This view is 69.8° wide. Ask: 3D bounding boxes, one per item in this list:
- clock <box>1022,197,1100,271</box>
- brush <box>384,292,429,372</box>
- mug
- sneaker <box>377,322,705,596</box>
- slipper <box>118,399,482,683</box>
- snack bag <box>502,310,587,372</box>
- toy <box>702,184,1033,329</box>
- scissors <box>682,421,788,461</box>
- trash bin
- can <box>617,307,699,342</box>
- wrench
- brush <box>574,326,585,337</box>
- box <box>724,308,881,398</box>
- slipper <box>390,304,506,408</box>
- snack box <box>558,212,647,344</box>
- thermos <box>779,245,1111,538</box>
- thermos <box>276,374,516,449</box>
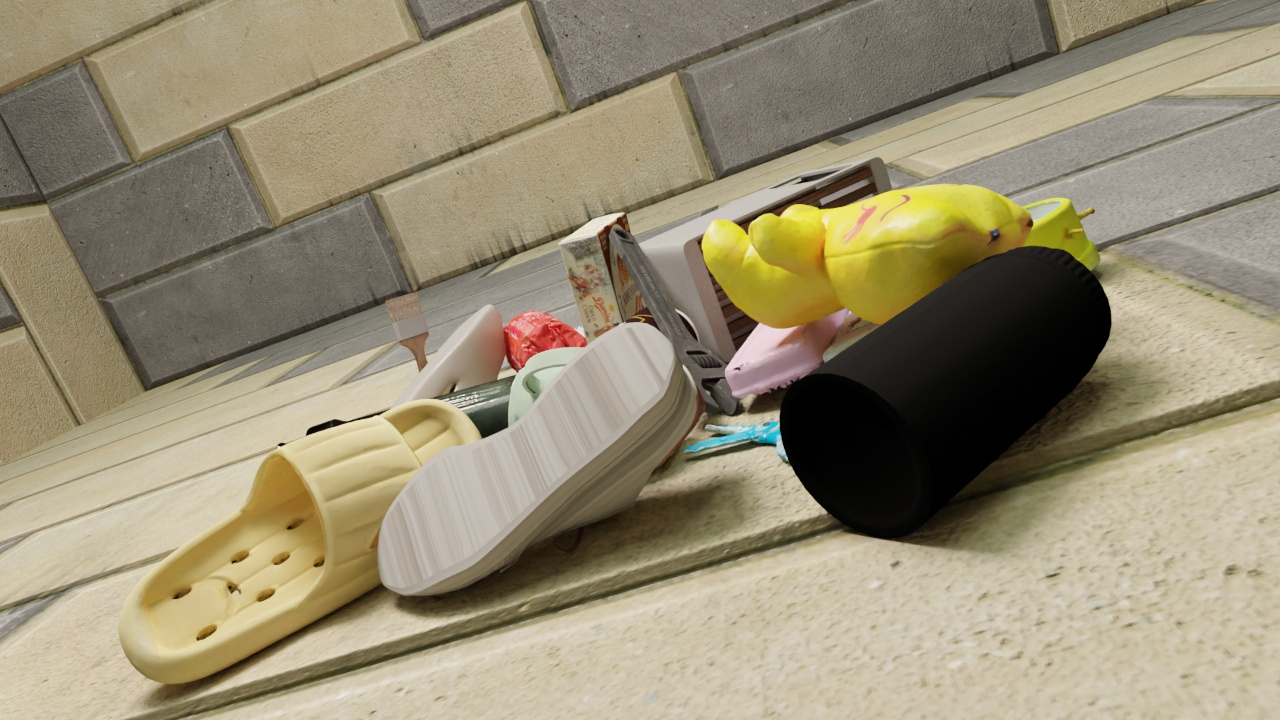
[{"bbox_3d":[0.282,-0.077,0.694,0.119,0.057,0.083,-20,13,36],"label":"clock"},{"bbox_3d":[-0.237,-0.001,0.991,0.008,0.143,0.045,-11,8,32],"label":"brush"},{"bbox_3d":[-0.034,0.031,0.636,0.104,0.111,0.084,-6,50,18],"label":"mug"},{"bbox_3d":[-0.054,0.077,0.567,0.236,0.089,0.099,-36,48,13],"label":"sneaker"},{"bbox_3d":[-0.214,0.105,0.598,0.260,0.111,0.079,-34,-25,-24],"label":"slipper"},{"bbox_3d":[-0.102,-0.011,0.961,0.082,0.082,0.176,-24,13,-11],"label":"snack bag"},{"bbox_3d":[0.138,-0.065,0.598,0.134,0.087,0.194,-13,9,-42],"label":"toy"},{"bbox_3d":[0.095,0.041,0.608,0.117,0.013,0.140,-31,15,-33],"label":"scissors"},{"bbox_3d":[0.126,-0.098,0.884,0.228,0.114,0.115,-26,14,-20],"label":"trash bin"},{"bbox_3d":[-0.005,0.005,0.770,0.072,0.072,0.128,-12,16,34],"label":"can"},{"bbox_3d":[0.018,-0.042,0.764,0.073,0.018,0.273,12,30,-28],"label":"wrench"},{"bbox_3d":[-0.058,-0.013,1.015,0.041,0.030,0.172,-22,14,-4],"label":"brush"},{"bbox_3d":[0.156,-0.036,0.711,0.153,0.037,0.200,-25,10,29],"label":"box"},{"bbox_3d":[-0.197,0.053,0.904,0.113,0.080,0.265,-36,16,39],"label":"slipper"},{"bbox_3d":[-0.028,-0.065,0.918,0.041,0.147,0.143,-12,14,13],"label":"snack box"},{"bbox_3d":[0.170,0.003,0.476,0.198,0.086,0.086,-30,16,-32],"label":"thermos"},{"bbox_3d":[-0.166,0.073,0.722,0.220,0.098,0.098,-18,13,-10],"label":"thermos"}]
